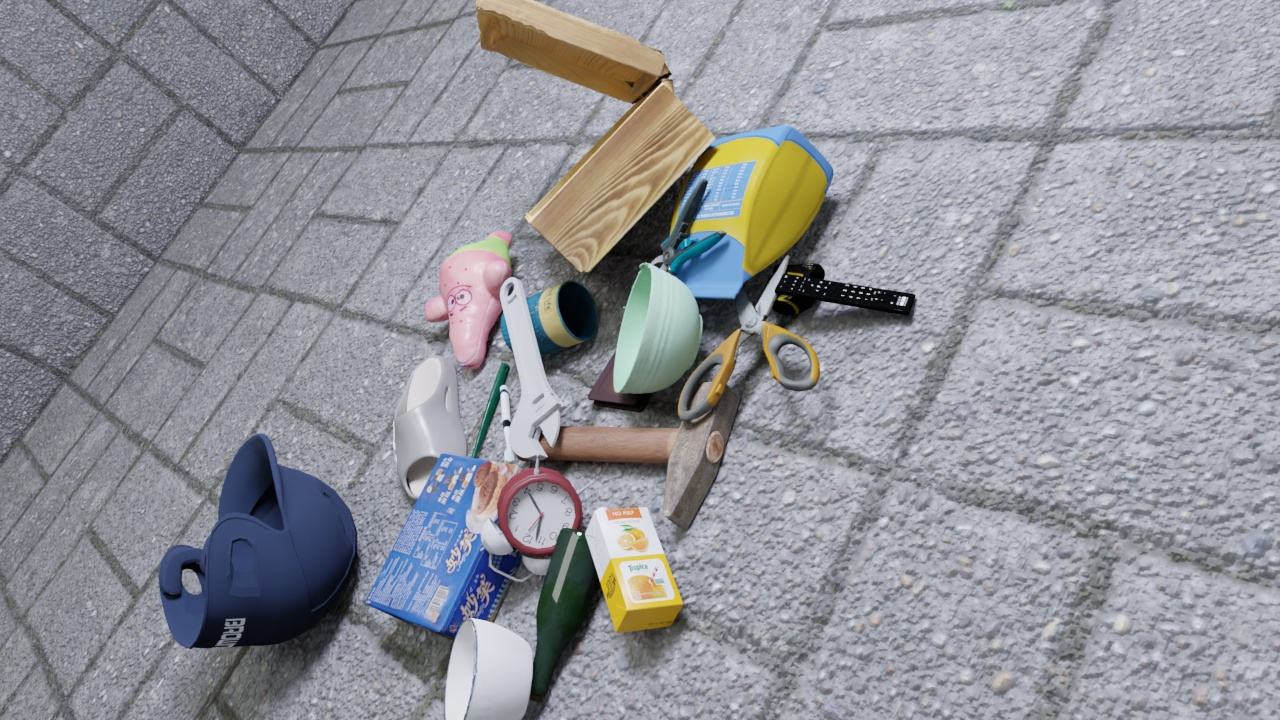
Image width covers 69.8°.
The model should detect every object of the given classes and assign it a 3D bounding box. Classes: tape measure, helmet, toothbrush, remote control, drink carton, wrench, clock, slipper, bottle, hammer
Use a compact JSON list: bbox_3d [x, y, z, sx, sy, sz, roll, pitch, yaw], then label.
[{"bbox_3d":[0.170,-0.078,1.018,0.062,0.034,0.061,5,59,47],"label":"tape measure"},{"bbox_3d":[-0.486,0.230,1.199,0.233,0.222,0.272,-26,72,44],"label":"helmet"},{"bbox_3d":[-0.213,0.085,1.243,0.017,0.016,0.189,-13,50,40],"label":"toothbrush"},{"bbox_3d":[0.210,-0.069,0.950,0.140,0.009,0.030,12,47,24],"label":"remote control"},{"bbox_3d":[-0.173,0.082,1.184,0.186,0.012,0.017,-110,34,-61],"label":"toothbrush"},{"bbox_3d":[-0.009,0.202,0.909,0.122,0.058,0.040,-113,33,-41],"label":"drink carton"},{"bbox_3d":[-0.148,0.005,1.152,0.087,0.018,0.273,-40,49,25],"label":"wrench"},{"bbox_3d":[-0.116,0.177,1.013,0.137,0.096,0.048,-62,12,-3],"label":"clock"},{"bbox_3d":[-0.309,0.080,1.284,0.113,0.080,0.265,-29,43,17],"label":"slipper"},{"bbox_3d":[-0.083,0.264,0.951,0.055,0.055,0.174,3,68,43],"label":"bottle"},{"bbox_3d":[-0.037,0.104,1.053,0.302,0.037,0.157,-3,57,41],"label":"hammer"}]

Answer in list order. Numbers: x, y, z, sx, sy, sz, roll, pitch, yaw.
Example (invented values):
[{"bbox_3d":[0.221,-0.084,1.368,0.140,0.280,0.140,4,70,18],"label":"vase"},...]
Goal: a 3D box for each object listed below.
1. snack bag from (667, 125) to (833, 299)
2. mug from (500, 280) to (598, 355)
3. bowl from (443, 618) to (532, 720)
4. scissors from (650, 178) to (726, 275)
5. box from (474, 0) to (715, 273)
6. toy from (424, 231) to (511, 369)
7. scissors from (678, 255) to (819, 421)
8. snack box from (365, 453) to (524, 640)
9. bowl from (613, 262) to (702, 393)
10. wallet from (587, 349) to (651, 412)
[{"bbox_3d":[0.109,-0.159,1.072,0.159,0.102,0.205,8,66,58],"label":"snack bag"},{"bbox_3d":[-0.116,-0.060,1.234,0.107,0.083,0.113,-20,25,34],"label":"mug"},{"bbox_3d":[-0.153,0.323,0.929,0.116,0.065,0.116,-168,91,-69],"label":"bowl"},{"bbox_3d":[0.051,-0.145,1.062,0.154,0.019,0.124,-7,75,56],"label":"scissors"},{"bbox_3d":[-0.093,-0.328,1.176,0.284,0.323,0.279,-44,11,1],"label":"box"},{"bbox_3d":[-0.251,-0.093,1.368,0.193,0.096,0.236,-25,51,36],"label":"toy"},{"bbox_3d":[0.126,-0.023,0.969,0.217,0.016,0.224,10,63,49],"label":"scissors"},{"bbox_3d":[-0.216,0.221,1.091,0.155,0.069,0.202,2,60,43],"label":"snack box"},{"bbox_3d":[0.023,-0.029,1.037,0.151,0.077,0.151,-168,91,-79],"label":"bowl"},{"bbox_3d":[-0.007,0.007,1.123,0.092,0.018,0.115,6,61,45],"label":"wallet"}]
